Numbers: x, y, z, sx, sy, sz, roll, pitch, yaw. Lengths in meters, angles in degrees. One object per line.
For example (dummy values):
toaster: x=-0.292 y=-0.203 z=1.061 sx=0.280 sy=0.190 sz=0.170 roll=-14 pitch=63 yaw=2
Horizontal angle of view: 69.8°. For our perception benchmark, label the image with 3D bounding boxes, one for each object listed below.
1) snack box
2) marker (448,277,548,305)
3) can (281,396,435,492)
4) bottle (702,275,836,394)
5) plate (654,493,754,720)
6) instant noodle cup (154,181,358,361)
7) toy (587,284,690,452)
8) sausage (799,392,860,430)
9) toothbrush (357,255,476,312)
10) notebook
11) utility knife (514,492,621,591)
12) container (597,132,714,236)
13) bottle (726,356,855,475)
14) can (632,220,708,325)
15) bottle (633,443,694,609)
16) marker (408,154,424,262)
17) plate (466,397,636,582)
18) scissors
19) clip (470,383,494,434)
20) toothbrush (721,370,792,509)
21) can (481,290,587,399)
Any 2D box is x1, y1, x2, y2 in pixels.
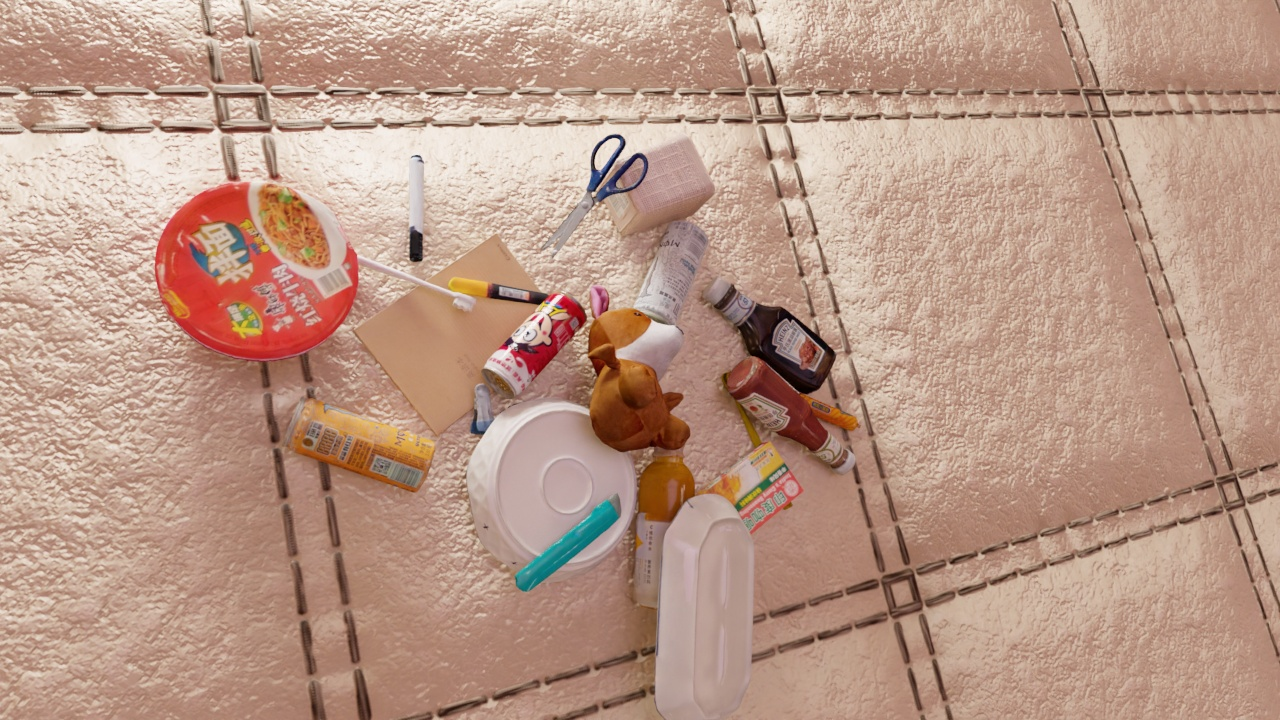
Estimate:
snack box: x=0.119 y=0.173 z=1.121 sx=0.155 sy=0.027 sz=0.077 roll=-35 pitch=91 yaw=-22
marker: x=-0.163 y=-0.079 z=1.071 sx=0.123 sy=0.015 sz=0.018 roll=7 pitch=75 yaw=-26
can: x=-0.290 y=0.088 z=0.953 sx=0.146 sy=0.058 sz=0.058 roll=23 pitch=67 yaw=-17
bottle: x=0.166 y=-0.039 z=1.203 sx=0.195 sy=0.044 sz=0.079 roll=38 pitch=63 yaw=-9
plate: x=0.082 y=0.283 z=1.022 sx=0.161 sy=0.034 sz=0.265 roll=9 pitch=82 yaw=-49
instant noodle cup: x=-0.395 y=-0.085 z=0.954 sx=0.193 sy=0.066 sz=0.193 roll=6 pitch=73 yaw=-21
toy: x=-0.006 y=0.006 z=1.043 sx=0.130 sy=0.199 sz=0.140 roll=-26 pitch=128 yaw=8
sausage: x=0.222 y=0.059 z=1.211 sx=0.165 sy=0.021 sz=0.021 roll=23 pitch=67 yaw=-17
toothbrush: x=-0.271 y=-0.092 z=1.027 sx=0.180 sy=0.016 sz=0.016 roll=21 pitch=68 yaw=-9
notebook: x=-0.199 y=-0.034 z=1.057 sx=0.211 sy=0.012 sz=0.149 roll=-40 pitch=95 yaw=-28
utility knife: x=-0.075 y=0.195 z=0.986 sx=0.151 sy=0.013 sz=0.029 roll=-35 pitch=96 yaw=-28
container: x=0.016 y=-0.219 z=1.164 sx=0.110 sy=0.090 sz=0.090 roll=-24 pitch=86 yaw=-25
bottle: x=0.196 y=0.076 z=1.168 sx=0.206 sy=0.060 sz=0.059 roll=40 pitch=63 yaw=-20
can: x=0.037 y=-0.103 z=1.155 sx=0.058 sy=0.058 sz=0.146 roll=29 pitch=66 yaw=-14
bottle: x=0.029 y=0.186 z=1.048 sx=0.068 sy=0.068 sz=0.189 roll=5 pitch=82 yaw=-23
marker: x=-0.260 y=-0.178 z=1.065 sx=0.018 sy=0.023 sz=0.130 roll=1 pitch=76 yaw=-17
plate: x=-0.090 y=0.141 z=1.022 sx=0.204 sy=0.046 sz=0.204 roll=6 pitch=78 yaw=-29
scissors: x=-0.068 y=-0.202 z=1.113 sx=0.174 sy=0.012 sz=0.124 roll=-23 pitch=84 yaw=12
clip: x=-0.176 y=0.054 z=1.030 sx=0.027 sy=0.045 sz=0.058 roll=2 pitch=76 yaw=-26
toothbrush: x=0.150 y=0.101 z=1.169 sx=0.015 sy=0.017 sz=0.190 roll=-22 pitch=85 yaw=-29
can: x=-0.121 y=-0.018 z=1.052 sx=0.053 sy=0.053 sz=0.132 roll=44 pitch=63 yaw=-7
